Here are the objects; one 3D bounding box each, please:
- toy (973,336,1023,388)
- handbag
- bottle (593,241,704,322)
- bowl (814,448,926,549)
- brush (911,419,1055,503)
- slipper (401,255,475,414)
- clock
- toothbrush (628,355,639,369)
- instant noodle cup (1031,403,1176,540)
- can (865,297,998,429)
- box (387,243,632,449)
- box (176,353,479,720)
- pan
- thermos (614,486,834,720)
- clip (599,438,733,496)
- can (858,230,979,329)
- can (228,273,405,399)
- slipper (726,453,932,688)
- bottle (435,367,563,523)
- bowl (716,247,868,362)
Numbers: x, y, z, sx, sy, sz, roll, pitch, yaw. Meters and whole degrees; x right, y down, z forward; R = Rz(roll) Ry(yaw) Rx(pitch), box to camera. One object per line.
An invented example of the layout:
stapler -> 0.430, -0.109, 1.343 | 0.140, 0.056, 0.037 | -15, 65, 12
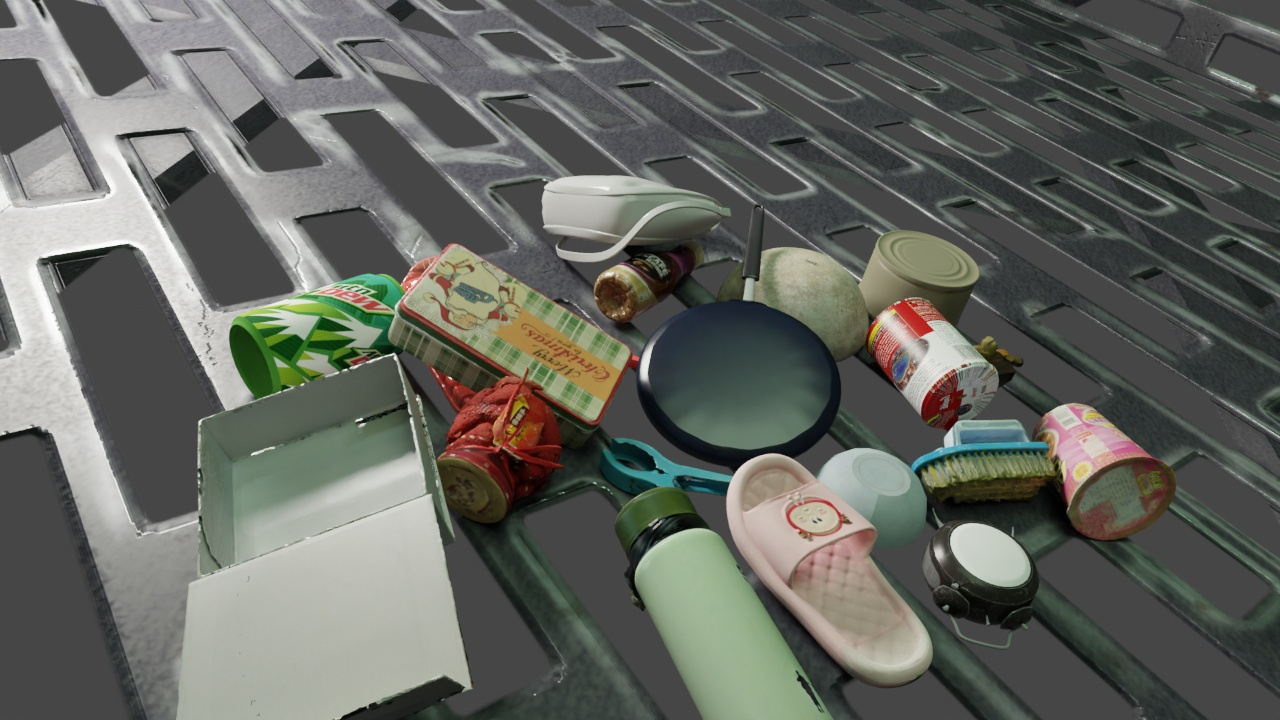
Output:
toy -> 0.385, 0.003, 1.006 | 0.100, 0.063, 0.076 | -8, 22, -33
handbag -> 0.017, -0.167, 1.077 | 0.222, 0.096, 0.216 | -8, 16, -41
bottle -> 0.017, -0.096, 1.026 | 0.060, 0.060, 0.165 | 30, 37, 22
bowl -> 0.210, 0.116, 0.823 | 0.106, 0.039, 0.106 | 8, 37, -6
brush -> 0.314, 0.093, 0.865 | 0.135, 0.056, 0.075 | 0, 48, -19
slipper -> -0.173, -0.038, 0.896 | 0.103, 0.059, 0.248 | -7, 43, -25
clock -> 0.284, 0.176, 0.762 | 0.091, 0.044, 0.122 | 13, 37, 1
toothbrush -> -0.005, 0.005, 0.926 | 0.212, 0.012, 0.017 | 17, 37, 6
instant noodle cup -> 0.431, 0.099, 0.874 | 0.097, 0.098, 0.108 | 6, 30, -9
can -> 0.302, 0.002, 0.958 | 0.086, 0.087, 0.116 | -4, 40, -21
box -> -0.114, -0.016, 0.835 | 0.205, 0.051, 0.117 | 33, 46, -5
box -> -0.208, 0.133, 0.591 | 0.166, 0.099, 0.368 | -20, 38, -8
pan -> 0.108, -0.045, 0.939 | 0.199, 0.021, 0.355 | 8, 51, 5
thermos -> 0.050, 0.192, 0.653 | 0.082, 0.082, 0.231 | -8, 42, -25
clip -> 0.015, 0.110, 0.788 | 0.119, 0.027, 0.102 | 27, 37, 18
can -> 0.332, -0.093, 1.100 | 0.127, 0.073, 0.127 | 8, 37, -6
can -> -0.282, -0.022, 0.823 | 0.083, 0.083, 0.143 | 36, 43, 28
slipper -> 0.147, 0.160, 0.733 | 0.106, 0.056, 0.221 | -12, 48, -28
bottle -> -0.109, 0.067, 0.748 | 0.099, 0.099, 0.110 | 22, 43, 12
bowl -> 0.179, -0.078, 1.034 | 0.178, 0.081, 0.178 | 7, 36, -5
